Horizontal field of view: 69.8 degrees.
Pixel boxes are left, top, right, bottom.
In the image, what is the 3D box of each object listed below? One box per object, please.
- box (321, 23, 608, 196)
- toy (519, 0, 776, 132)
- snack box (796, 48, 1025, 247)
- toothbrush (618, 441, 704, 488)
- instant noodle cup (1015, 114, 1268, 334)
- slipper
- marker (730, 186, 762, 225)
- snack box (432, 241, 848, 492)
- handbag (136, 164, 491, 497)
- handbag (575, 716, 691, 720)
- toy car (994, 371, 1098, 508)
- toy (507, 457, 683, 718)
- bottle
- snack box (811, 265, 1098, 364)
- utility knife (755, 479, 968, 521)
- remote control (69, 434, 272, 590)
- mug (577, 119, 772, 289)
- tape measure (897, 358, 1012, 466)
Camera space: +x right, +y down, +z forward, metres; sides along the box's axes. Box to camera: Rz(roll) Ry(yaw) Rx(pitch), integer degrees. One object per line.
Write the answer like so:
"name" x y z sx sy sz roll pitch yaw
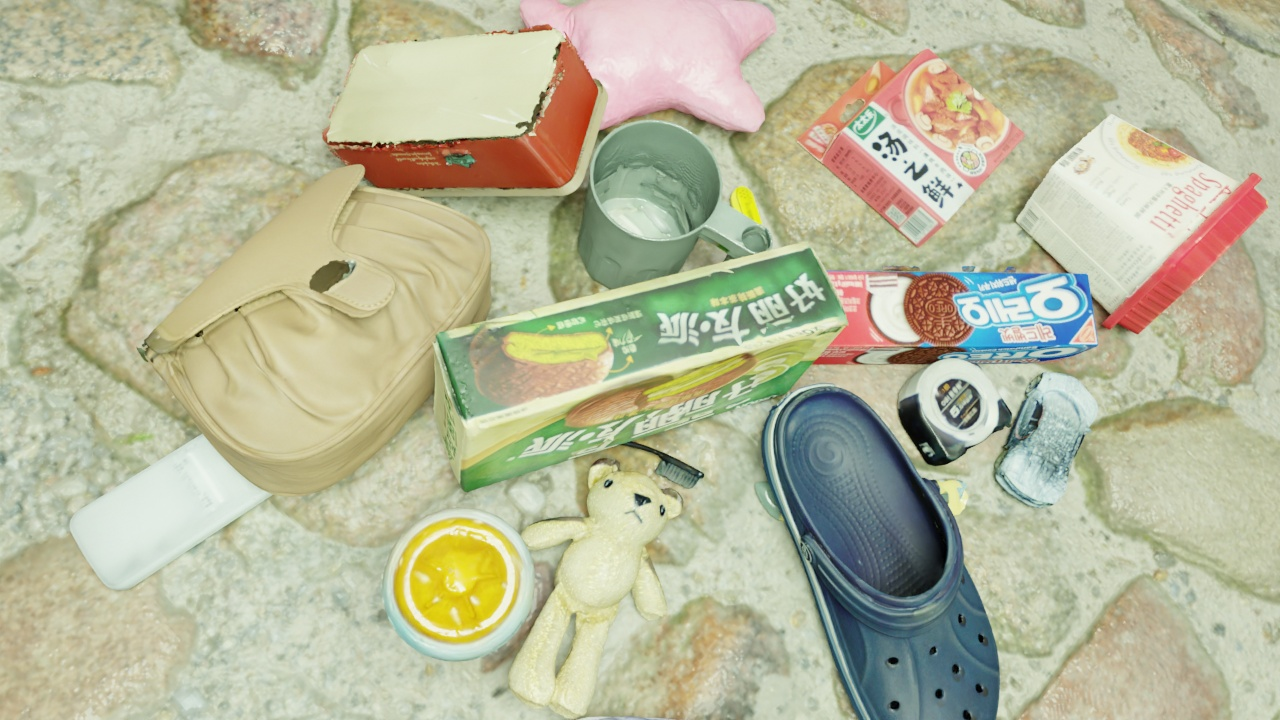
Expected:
"box" -0.116 -0.162 0.585 0.168 0.079 0.091 5 69 27
"toy" 0.012 -0.236 0.674 0.194 0.075 0.178 -8 64 -15
"snack box" 0.206 -0.170 0.698 0.127 0.044 0.113 43 71 5
"toothbrush" -0.046 0.045 0.608 0.189 0.014 0.016 22 83 -2
"instant noodle cup" 0.359 -0.104 0.674 0.116 0.117 0.124 -40 71 -18
"slipper" 0.159 0.129 0.568 0.105 0.095 0.252 -21 82 -12
"marker" 0.088 -0.069 0.664 0.018 0.015 0.124 -12 77 -9
"snack box" -0.003 0.003 0.563 0.239 0.115 0.063 -16 70 -19
"handbag" -0.186 -0.028 0.552 0.148 0.100 0.204 30 59 7
"handbag" 0.006 0.300 0.505 0.134 0.076 0.193 5 73 -8
"toy car" 0.290 0.053 0.651 0.049 0.031 0.105 31 70 0
"toy" -0.028 0.136 0.555 0.105 0.066 0.157 27 64 -6
"bottle" -0.094 0.123 0.482 0.068 0.190 0.068 3 72 -9
"snack box" 0.215 -0.030 0.651 0.207 0.057 0.058 0 76 -10
"utility knife" 0.153 0.094 0.627 0.151 0.018 0.031 0 79 -14
"remote control" -0.270 0.079 0.557 0.135 0.020 0.056 -35 81 -17
"mug" 0.019 -0.086 0.611 0.124 0.103 0.083 32 70 0
"tape measure" 0.217 0.033 0.644 0.065 0.034 0.066 -26 81 -18
